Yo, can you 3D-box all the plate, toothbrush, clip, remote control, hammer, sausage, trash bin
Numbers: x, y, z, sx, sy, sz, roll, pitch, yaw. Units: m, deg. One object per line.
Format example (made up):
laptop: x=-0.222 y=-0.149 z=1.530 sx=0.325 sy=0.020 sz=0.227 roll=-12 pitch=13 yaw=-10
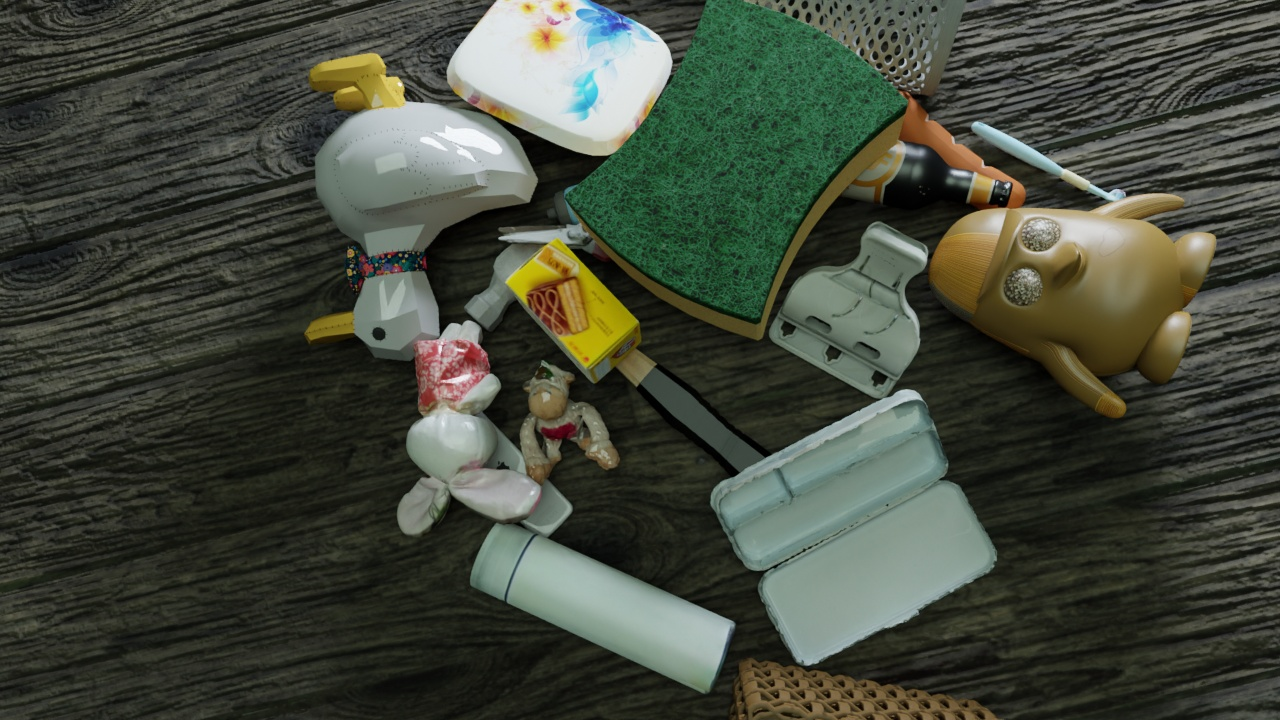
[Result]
plate: x=-0.072 y=-0.285 z=0.870 sx=0.187 sy=0.016 sz=0.186 roll=25 pitch=58 yaw=2
toothbrush: x=0.381 y=-0.185 z=0.860 sx=0.155 sy=0.016 sz=0.022 roll=30 pitch=52 yaw=8
clip: x=0.197 y=-0.049 z=0.819 sx=0.125 sy=0.074 sz=0.144 roll=29 pitch=115 yaw=6
remote control: x=-0.126 y=0.102 z=0.856 sx=0.146 sy=0.008 sz=0.045 roll=44 pitch=86 yaw=11
hammer: x=-0.005 y=0.005 z=0.850 sx=0.328 sy=0.039 sz=0.131 roll=41 pitch=84 yaw=9
sausage: x=0.286 y=-0.191 z=0.857 sx=0.164 sy=0.039 sz=0.044 roll=43 pitch=76 yaw=10
trash bin: x=0.197 y=-0.339 z=0.834 sx=0.183 sy=0.156 sz=0.156 roll=15 pitch=82 yaw=10

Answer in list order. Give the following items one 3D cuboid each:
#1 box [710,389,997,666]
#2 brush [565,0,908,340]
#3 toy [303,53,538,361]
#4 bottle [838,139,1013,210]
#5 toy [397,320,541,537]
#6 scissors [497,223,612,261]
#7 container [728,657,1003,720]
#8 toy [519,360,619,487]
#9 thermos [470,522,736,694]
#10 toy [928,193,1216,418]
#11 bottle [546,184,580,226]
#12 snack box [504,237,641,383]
box: x=0.187 y=0.145 z=0.804 sx=0.210 sy=0.061 sz=0.192 roll=-29 pitch=101 yaw=0
brush: x=0.082 y=-0.165 z=0.788 sx=0.195 sy=0.075 sz=0.250 roll=34 pitch=86 yaw=14
toy: x=-0.217 y=-0.140 z=0.845 sx=0.246 sy=0.141 sz=0.267 roll=-17 pitch=92 yaw=0
bottle: x=0.241 y=-0.168 z=0.832 sx=0.182 sy=0.059 sz=0.059 roll=15 pitch=82 yaw=18
toy: x=-0.165 y=0.058 z=0.820 sx=0.159 sy=0.084 sz=0.194 roll=-16 pitch=70 yaw=29
scissors: x=-0.029 y=-0.110 z=0.849 sx=0.187 sy=0.015 sz=0.146 roll=-36 pitch=81 yaw=-24
container: x=0.164 y=0.381 z=0.680 sx=0.219 sy=0.214 sz=0.251 roll=9 pitch=81 yaw=6
toy: x=-0.069 y=0.050 z=0.822 sx=0.085 sy=0.074 sz=0.106 roll=-13 pitch=97 yaw=6
thermos: x=-0.034 y=0.212 z=0.801 sx=0.230 sy=0.068 sz=0.068 roll=23 pitch=83 yaw=8
toy: x=0.352 y=-0.069 z=0.779 sx=0.203 sy=0.162 sz=0.198 roll=18 pitch=82 yaw=18
bottle: x=-0.026 y=-0.157 z=0.877 sx=0.130 sy=0.040 sz=0.040 roll=-16 pitch=79 yaw=2
snack box: x=-0.056 y=-0.042 z=0.799 sx=0.061 sy=0.083 sz=0.106 roll=-43 pitch=81 yaw=-6
